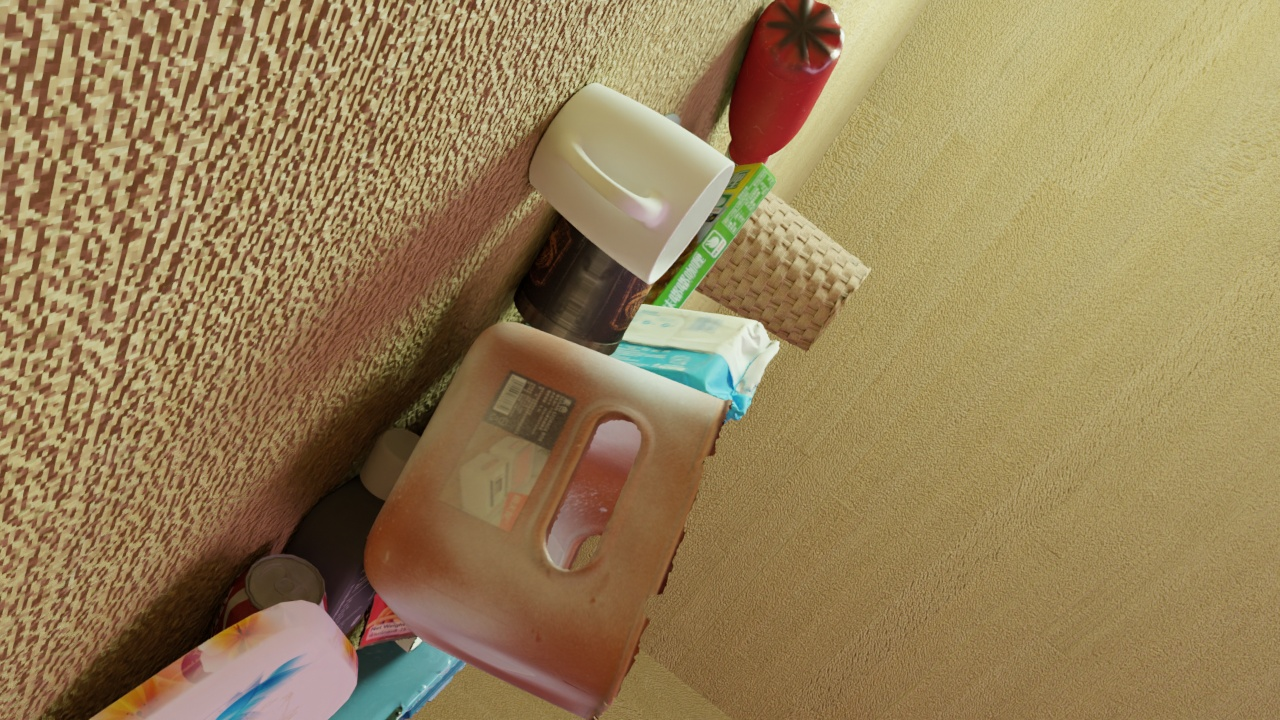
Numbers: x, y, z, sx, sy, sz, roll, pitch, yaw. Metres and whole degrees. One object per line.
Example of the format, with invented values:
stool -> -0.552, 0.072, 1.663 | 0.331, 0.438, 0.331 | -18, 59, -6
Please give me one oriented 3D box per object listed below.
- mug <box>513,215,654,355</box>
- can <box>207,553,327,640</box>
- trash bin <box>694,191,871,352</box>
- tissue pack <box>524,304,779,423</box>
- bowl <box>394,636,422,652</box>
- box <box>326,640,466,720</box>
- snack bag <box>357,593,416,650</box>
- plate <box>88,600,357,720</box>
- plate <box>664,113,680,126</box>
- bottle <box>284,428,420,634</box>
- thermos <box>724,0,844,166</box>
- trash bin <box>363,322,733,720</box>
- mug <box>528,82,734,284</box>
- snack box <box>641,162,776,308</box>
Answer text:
mug -> -0.024, -0.076, 0.628 | 0.107, 0.080, 0.115 | -57, -169, 25
can -> -0.217, 0.158, 0.527 | 0.097, 0.054, 0.053 | -56, 174, 29
trash bin -> 0.137, -0.111, 1.052 | 0.151, 0.210, 0.151 | -52, 174, -8
tissue pack -> -0.004, 0.004, 0.683 | 0.116, 0.210, 0.066 | -46, 136, -51
bowl -> -0.213, 0.219, 0.898 | 0.116, 0.065, 0.116 | -53, 175, -7
box -> -0.274, 0.361, 0.915 | 0.230, 0.094, 0.112 | -42, 151, -39
snack bag -> -0.162, 0.115, 0.710 | 0.138, 0.067, 0.208 | -40, 151, -66
plate -> -0.237, 0.208, 0.485 | 0.186, 0.016, 0.187 | -34, 157, -22
plate -> -0.018, -0.116, 0.731 | 0.178, 0.012, 0.178 | -53, 175, -7
bottle -> -0.186, 0.118, 0.587 | 0.174, 0.046, 0.083 | -56, 174, 22
thermos -> 0.118, -0.232, 0.840 | 0.073, 0.073, 0.240 | -52, 175, -15
trash bin -> -0.058, 0.112, 0.590 | 0.260, 0.157, 0.181 | 100, 13, -65
mug -> -0.011, -0.097, 0.493 | 0.081, 0.087, 0.114 | -55, 175, 16
snack box -> 0.029, -0.103, 0.814 | 0.167, 0.027, 0.132 | -52, -153, -13
